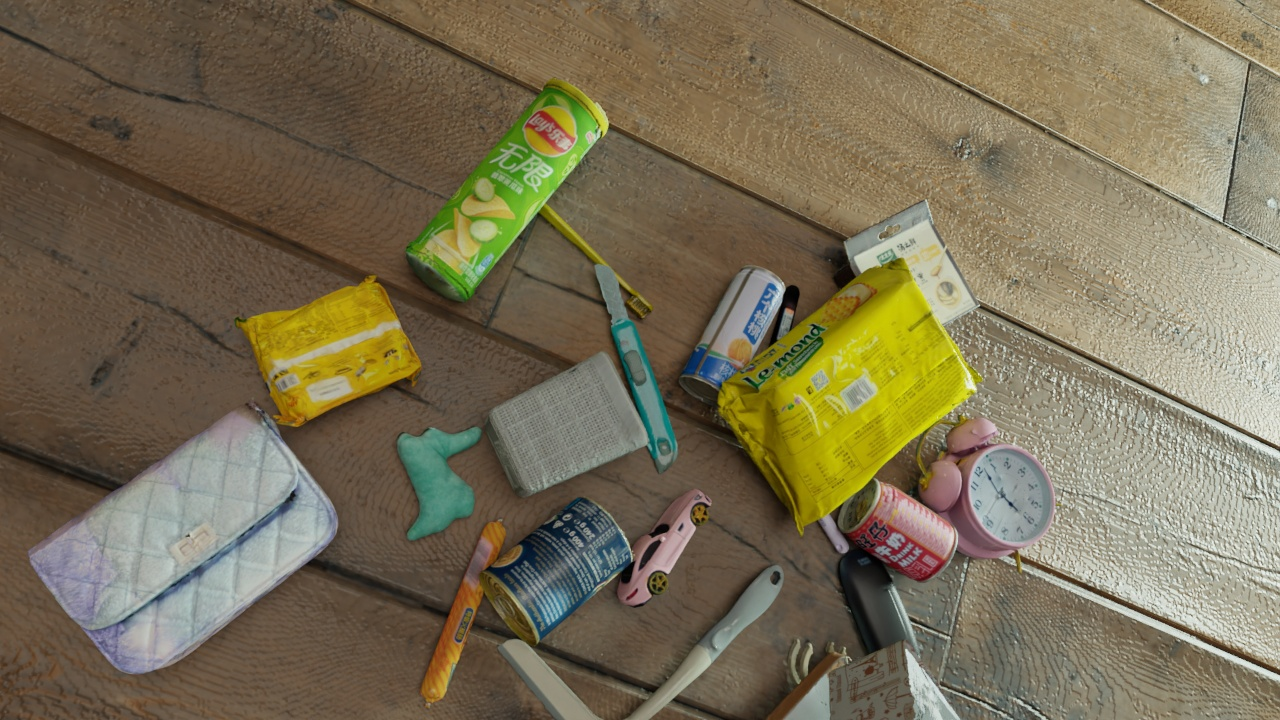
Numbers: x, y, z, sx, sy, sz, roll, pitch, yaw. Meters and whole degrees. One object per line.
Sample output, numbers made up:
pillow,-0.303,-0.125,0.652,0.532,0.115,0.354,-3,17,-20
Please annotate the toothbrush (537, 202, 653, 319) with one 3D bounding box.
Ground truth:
toothbrush,-0.061,-0.110,0.883,0.190,0.016,0.016,44,76,-2

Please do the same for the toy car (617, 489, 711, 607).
toy car,0.018,0.164,0.818,0.037,0.056,0.122,39,69,-11

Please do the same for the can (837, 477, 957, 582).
can,0.243,0.160,0.874,0.094,0.067,0.066,33,70,-8

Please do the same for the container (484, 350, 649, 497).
container,-0.069,0.060,0.803,0.114,0.090,0.090,-24,84,-17

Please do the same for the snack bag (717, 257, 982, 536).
snack bag,0.198,0.028,0.853,0.246,0.068,0.158,-37,102,-15

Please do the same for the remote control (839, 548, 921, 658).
remote control,0.231,0.246,0.873,0.053,0.024,0.136,-19,83,-20

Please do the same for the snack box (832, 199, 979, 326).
snack box,0.271,-0.083,0.948,0.113,0.053,0.125,-27,85,-19

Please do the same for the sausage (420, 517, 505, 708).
sausage,-0.149,0.211,0.778,0.021,0.021,0.165,23,72,-9

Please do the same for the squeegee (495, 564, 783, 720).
squeegee,0.048,0.266,0.811,0.246,0.039,0.246,-39,89,-20

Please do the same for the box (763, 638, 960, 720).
box,0.192,0.358,0.778,0.178,0.152,0.182,-32,102,18

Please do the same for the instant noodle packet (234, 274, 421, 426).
instant noodle packet,-0.264,-0.007,0.782,0.128,0.044,0.110,-23,77,-28

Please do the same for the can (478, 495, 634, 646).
can,-0.070,0.175,0.774,0.111,0.075,0.075,-36,88,-27

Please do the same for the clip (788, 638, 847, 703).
clip,0.172,0.305,0.839,0.083,0.035,0.104,-9,84,-17

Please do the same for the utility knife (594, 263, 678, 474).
utility knife,-0.005,0.005,0.867,0.029,0.013,0.207,-19,86,-11

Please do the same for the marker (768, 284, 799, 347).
marker,0.139,-0.021,0.919,0.018,0.015,0.123,22,69,-11

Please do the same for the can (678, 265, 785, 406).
can,0.090,-0.025,0.884,0.053,0.053,0.134,32,71,-6

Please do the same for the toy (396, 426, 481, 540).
toy,-0.173,0.097,0.795,0.096,0.030,0.092,-24,86,-25

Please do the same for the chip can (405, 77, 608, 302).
chip can,-0.122,-0.153,0.833,0.072,0.073,0.221,38,78,-4

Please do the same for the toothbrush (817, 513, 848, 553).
toothbrush,0.146,0.106,0.887,0.189,0.029,0.021,56,32,2

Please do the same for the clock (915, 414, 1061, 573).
clock,0.338,0.124,0.914,0.158,0.060,0.117,42,69,-1

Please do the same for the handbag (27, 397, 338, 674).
handbag,-0.343,0.137,0.714,0.193,0.076,0.134,-39,88,-21
